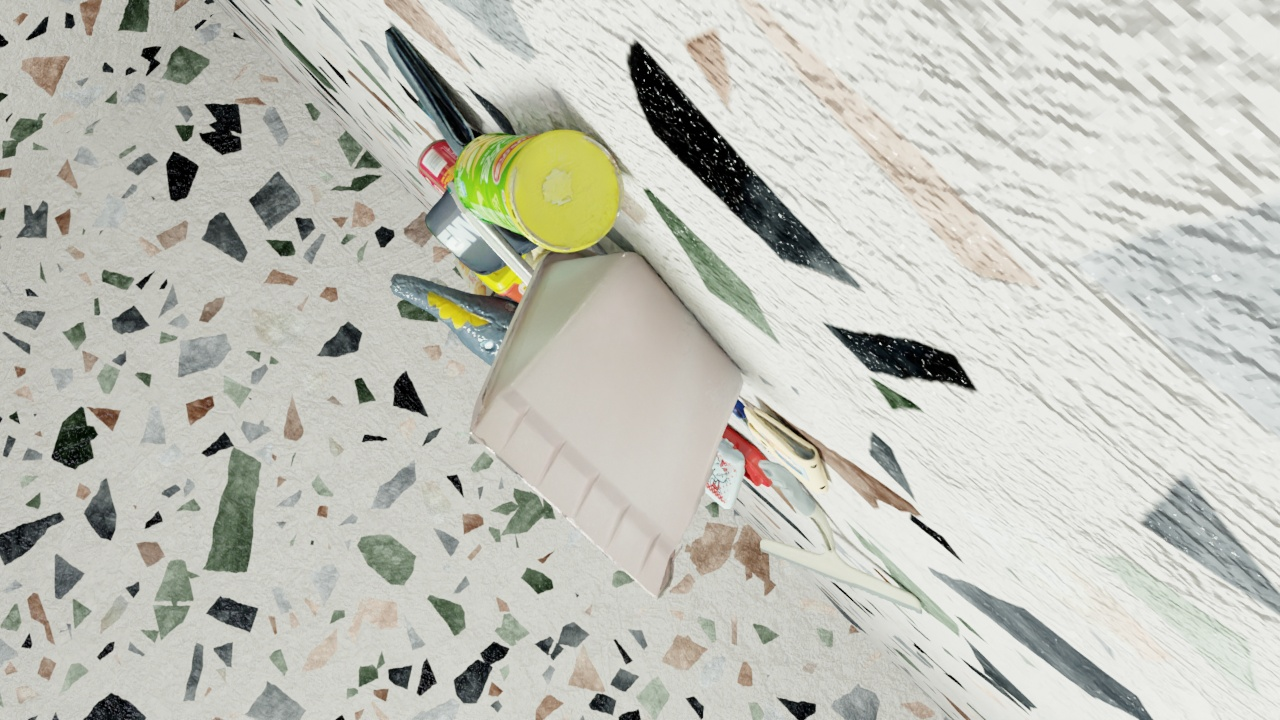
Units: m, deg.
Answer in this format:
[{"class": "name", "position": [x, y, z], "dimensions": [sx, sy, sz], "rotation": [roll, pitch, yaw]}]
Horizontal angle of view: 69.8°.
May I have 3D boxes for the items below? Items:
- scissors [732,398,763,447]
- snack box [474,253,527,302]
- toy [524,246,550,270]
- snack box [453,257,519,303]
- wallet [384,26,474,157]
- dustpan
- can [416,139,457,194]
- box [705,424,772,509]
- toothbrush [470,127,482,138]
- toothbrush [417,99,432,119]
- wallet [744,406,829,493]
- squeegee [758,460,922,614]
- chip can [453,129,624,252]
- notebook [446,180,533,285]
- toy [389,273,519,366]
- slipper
[{"class": "scissors", "position": [0.097, 0.051, 0.992], "dimensions": [0.128, 0.012, 0.173], "rotation": [42, 176, 8]}, {"class": "snack box", "position": [-0.151, -0.122, 1.147], "dimensions": [0.082, 0.091, 0.080], "rotation": [41, -179, 30]}, {"class": "toy", "position": [-0.098, -0.096, 1.030], "dimensions": [0.105, 0.066, 0.157], "rotation": [40, -175, -23]}, {"class": "snack box", "position": [-0.170, -0.094, 1.352], "dimensions": [0.182, 0.046, 0.178], "rotation": [24, -164, -35]}, {"class": "wallet", "position": [-0.191, -0.238, 0.830], "dimensions": [0.121, 0.019, 0.097], "rotation": [56, 172, -14]}, {"class": "dustpan", "position": [-0.032, 0.029, 0.768], "dimensions": [0.139, 0.272, 0.222], "rotation": [-4, 134, 49]}, {"class": "can", "position": [-0.201, -0.201, 1.079], "dimensions": [0.133, 0.053, 0.053], "rotation": [43, 175, 18]}, {"class": "box", "position": [0.081, 0.118, 1.219], "dimensions": [0.094, 0.091, 0.201], "rotation": [49, 174, -38]}, {"class": "toothbrush", "position": [-0.172, -0.225, 0.877], "dimensions": [0.189, 0.016, 0.014], "rotation": [43, 170, 39]}, {"class": "toothbrush", "position": [-0.160, -0.201, 0.955], "dimensions": [0.189, 0.014, 0.016], "rotation": [44, -167, -25]}, {"class": "wallet", "position": [0.137, 0.082, 0.864], "dimensions": [0.087, 0.024, 0.115], "rotation": [36, 173, 27]}, {"class": "squeegee", "position": [0.201, 0.186, 1.107], "dimensions": [0.247, 0.039, 0.246], "rotation": [13, 147, 47]}, {"class": "chip can", "position": [-0.079, -0.122, 0.635], "dimensions": [0.072, 0.072, 0.221], "rotation": [47, 174, -23]}, {"class": "notebook", "position": [-0.097, -0.075, 0.843], "dimensions": [0.209, 0.012, 0.150], "rotation": [48, -179, -26]}, {"class": "toy", "position": [-0.163, -0.018, 1.215], "dimensions": [0.138, 0.091, 0.356], "rotation": [7, 159, 45]}, {"class": "slipper", "position": [-0.172, -0.132, 0.968], "dimensions": [0.110, 0.083, 0.269], "rotation": [44, 158, -9]}]
